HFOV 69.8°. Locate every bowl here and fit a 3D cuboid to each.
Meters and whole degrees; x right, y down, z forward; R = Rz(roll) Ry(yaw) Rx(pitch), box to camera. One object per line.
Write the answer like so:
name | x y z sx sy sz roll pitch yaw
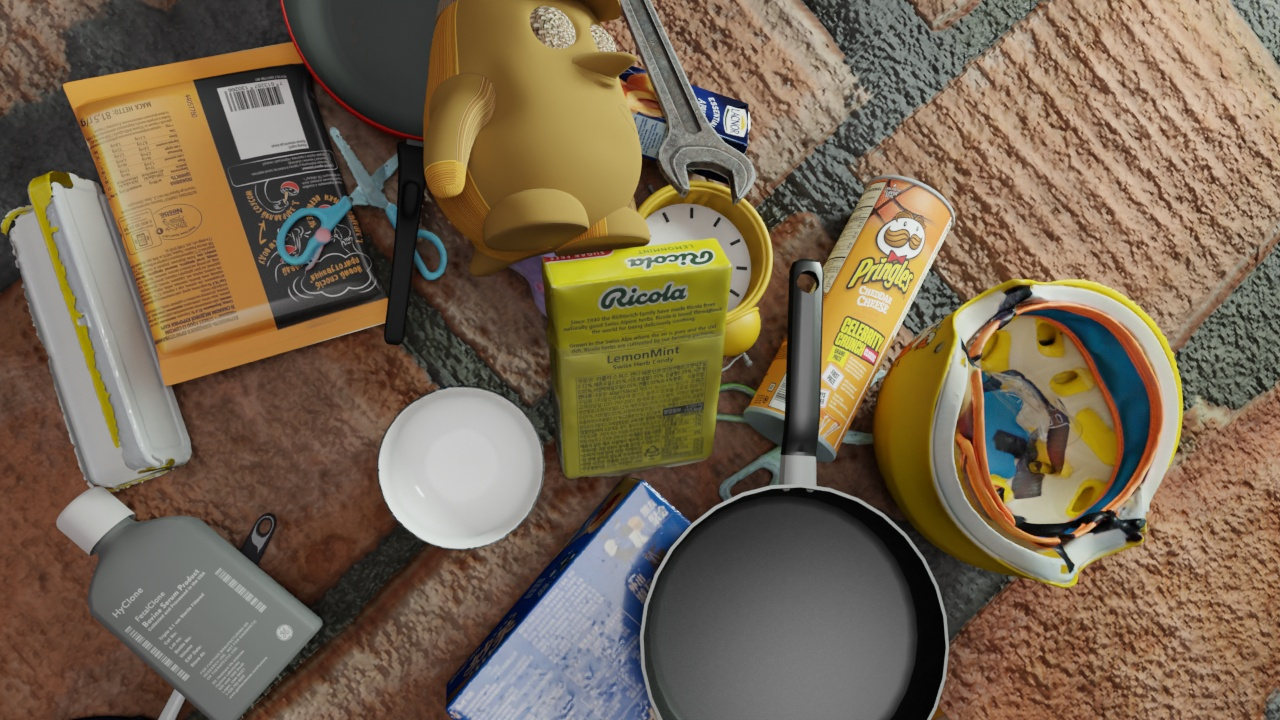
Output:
bowl | -0.127 0.075 0.654 0.113 0.063 0.113 1 85 -11

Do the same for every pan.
pan | 0.104 0.110 0.622 0.204 0.044 0.355 3 84 -4
pan | -0.159 -0.189 0.667 0.208 0.067 0.356 7 90 -17
pan | -0.336 0.269 0.622 0.198 0.021 0.356 26 80 -7

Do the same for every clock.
clock | 0.041 -0.064 0.706 0.113 0.052 0.151 4 80 -10

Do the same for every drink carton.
drink carton | 0.018 -0.184 0.703 0.130 0.040 0.064 16 47 -9

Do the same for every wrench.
wrench | 0.013 -0.229 0.688 0.070 0.010 0.273 -11 67 -22

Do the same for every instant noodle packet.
instant noodle packet | -0.288 -0.110 0.653 0.159 0.032 0.220 -19 89 -20

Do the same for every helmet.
helmet | 0.276 0.050 0.697 0.239 0.140 0.209 -27 91 -26

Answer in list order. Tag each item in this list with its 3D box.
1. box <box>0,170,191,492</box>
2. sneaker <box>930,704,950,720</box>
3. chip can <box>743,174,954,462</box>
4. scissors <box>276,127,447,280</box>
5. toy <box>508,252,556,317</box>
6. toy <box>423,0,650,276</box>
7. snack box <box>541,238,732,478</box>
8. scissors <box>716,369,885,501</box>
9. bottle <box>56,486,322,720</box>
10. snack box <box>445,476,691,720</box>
box | -0.369 -0.018 0.612 0.079 0.080 0.209 -19 90 -14
sneaker | 0.090 0.298 0.665 0.293 0.112 0.116 -20 67 -10
chip can | 0.161 -0.034 0.704 0.075 0.075 0.214 32 77 -6
scissors | -0.195 -0.103 0.671 0.135 0.015 0.135 41 66 -17
toy | -0.061 -0.080 0.693 0.080 0.036 0.099 -43 91 -3
toy | -0.067 -0.171 0.597 0.163 0.198 0.203 -12 84 33
snack box | -0.004 0.004 0.647 0.121 0.045 0.181 -8 130 -11
scissors | 0.126 0.049 0.729 0.170 0.028 0.139 -31 89 -16
bottle | -0.308 0.153 0.611 0.174 0.046 0.083 42 75 -3
snack box | -0.015 0.210 0.660 0.155 0.069 0.202 42 79 -4
